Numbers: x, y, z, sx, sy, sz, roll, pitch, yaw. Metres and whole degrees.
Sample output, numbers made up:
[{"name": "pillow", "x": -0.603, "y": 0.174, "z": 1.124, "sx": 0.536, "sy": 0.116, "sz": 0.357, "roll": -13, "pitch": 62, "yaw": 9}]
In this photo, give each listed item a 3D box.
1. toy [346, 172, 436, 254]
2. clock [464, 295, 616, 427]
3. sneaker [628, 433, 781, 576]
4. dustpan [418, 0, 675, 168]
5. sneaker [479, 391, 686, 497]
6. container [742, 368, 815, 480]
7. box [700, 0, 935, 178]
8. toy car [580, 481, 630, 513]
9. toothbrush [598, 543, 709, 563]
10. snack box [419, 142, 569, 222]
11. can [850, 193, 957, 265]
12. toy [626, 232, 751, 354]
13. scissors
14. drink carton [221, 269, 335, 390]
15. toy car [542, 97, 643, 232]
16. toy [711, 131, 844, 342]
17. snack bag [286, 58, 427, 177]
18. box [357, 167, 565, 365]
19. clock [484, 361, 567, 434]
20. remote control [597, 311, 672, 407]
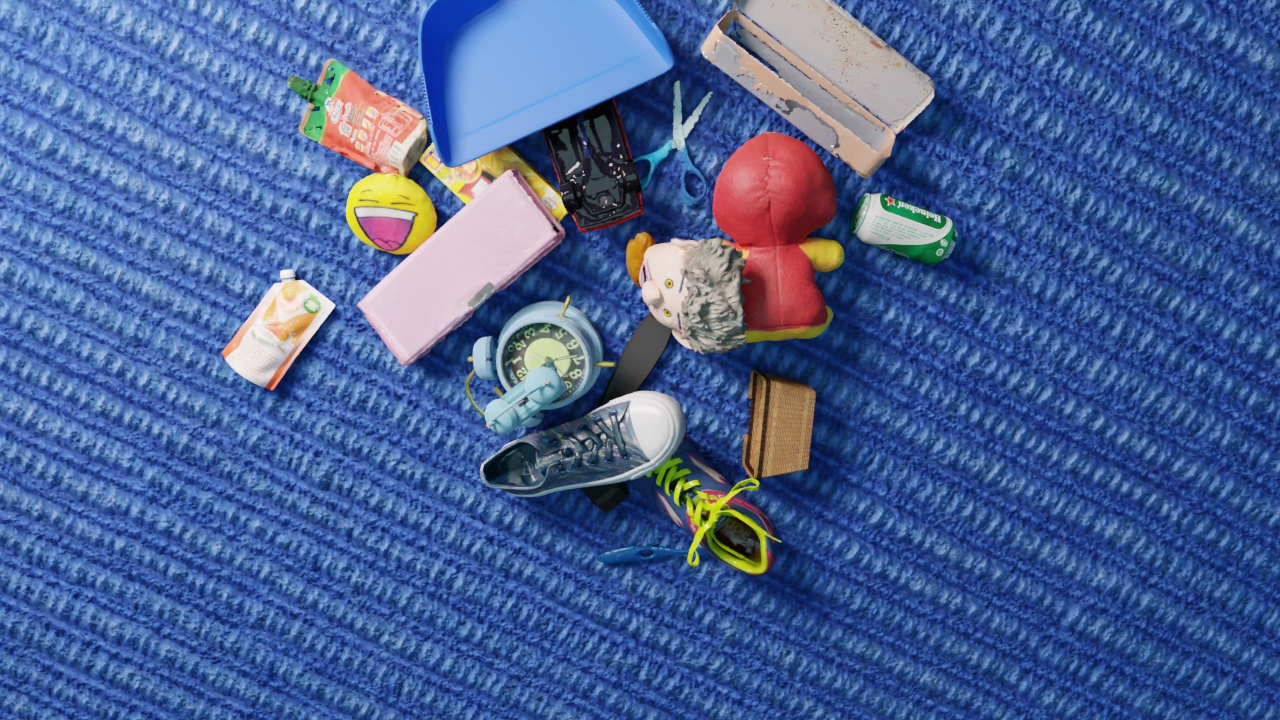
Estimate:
[{"name": "toy", "x": -0.262, "y": -0.154, "z": 0.965, "sx": 0.095, "sy": 0.041, "sz": 0.094, "roll": 6, "pitch": 126, "yaw": 1}, {"name": "clock", "x": -0.114, "y": 0.006, "z": 0.992, "sx": 0.162, "sy": 0.060, "sz": 0.118, "roll": -34, "pitch": 100, "yaw": 12}, {"name": "sneaker", "x": 0.058, "y": 0.139, "z": 0.996, "sx": 0.242, "sy": 0.091, "sz": 0.116, "roll": 42, "pitch": 103, "yaw": -6}, {"name": "dustpan", "x": -0.129, "y": -0.355, "z": 0.902, "sx": 0.245, "sy": 0.059, "sz": 0.257, "roll": -23, "pitch": 75, "yaw": 4}, {"name": "sneaker", "x": -0.065, "y": 0.098, "z": 0.966, "sx": 0.236, "sy": 0.079, "sz": 0.087, "roll": -20, "pitch": 84, "yaw": 23}, {"name": "container", "x": 0.150, "y": 0.070, "z": 0.997, "sx": 0.061, "sy": 0.063, "sz": 0.114, "roll": 3, "pitch": 102, "yaw": -6}, {"name": "box", "x": 0.169, "y": -0.279, "z": 0.906, "sx": 0.216, "sy": 0.095, "sz": 0.107, "roll": 36, "pitch": 66, "yaw": -5}, {"name": "toy car", "x": -0.054, "y": 0.128, "z": 1.026, "sx": 0.042, "sy": 0.036, "sz": 0.091, "roll": -39, "pitch": 98, "yaw": 9}, {"name": "toothbrush", "x": 0.017, "y": 0.221, "z": 1.055, "sx": 0.132, "sy": 0.016, "sz": 0.021, "roll": -6, "pitch": 101, "yaw": 6}, {"name": "snack box", "x": -0.151, "y": -0.187, "z": 0.969, "sx": 0.152, "sy": 0.025, "sz": 0.075, "roll": 43, "pitch": 101, "yaw": -7}, {"name": "can", "x": 0.274, "y": -0.136, "z": 0.951, "sx": 0.101, "sy": 0.053, "sz": 0.053, "roll": 19, "pitch": 101, "yaw": -2}, {"name": "toy", "x": 0.040, "y": -0.075, "z": 0.927, "sx": 0.076, "sy": 0.176, "sz": 0.133, "roll": -20, "pitch": 128, "yaw": -37}, {"name": "scissors", "x": 0.049, "y": -0.224, "z": 0.964, "sx": 0.103, "sy": 0.015, "sz": 0.133, "roll": 33, "pitch": 97, "yaw": -1}, {"name": "drink carton", "x": -0.397, "y": -0.035, "z": 1.008, "sx": 0.069, "sy": 0.039, "sz": 0.122, "roll": 38, "pitch": 94, "yaw": -6}, {"name": "toy car", "x": -0.057, "y": -0.229, "z": 0.938, "sx": 0.081, "sy": 0.056, "sz": 0.189, "roll": -17, "pitch": 93, "yaw": 7}, {"name": "toy", "x": 0.138, "y": -0.124, "z": 0.941, "sx": 0.147, "sy": 0.098, "sz": 0.216, "roll": -6, "pitch": 106, "yaw": -5}, {"name": "snack bag", "x": -0.300, "y": -0.253, "z": 0.957, "sx": 0.155, "sy": 0.044, "sz": 0.087, "roll": 29, "pitch": 108, "yaw": 1}, {"name": "box", "x": -0.190, "y": -0.097, "z": 0.970, "sx": 0.233, "sy": 0.046, "sz": 0.098, "roll": -39, "pitch": 88, "yaw": 18}, {"name": "clock", "x": -0.114, "y": 0.035, "z": 0.905, "sx": 0.087, "sy": 0.123, "sz": 0.042, "roll": -36, "pitch": 90, "yaw": 13}, {"name": "remote control", "x": -0.006, "y": 0.006, "z": 1.012, "sx": 0.039, "sy": 0.010, "sz": 0.125, "roll": 30, "pitch": 102, "yaw": -4}]
